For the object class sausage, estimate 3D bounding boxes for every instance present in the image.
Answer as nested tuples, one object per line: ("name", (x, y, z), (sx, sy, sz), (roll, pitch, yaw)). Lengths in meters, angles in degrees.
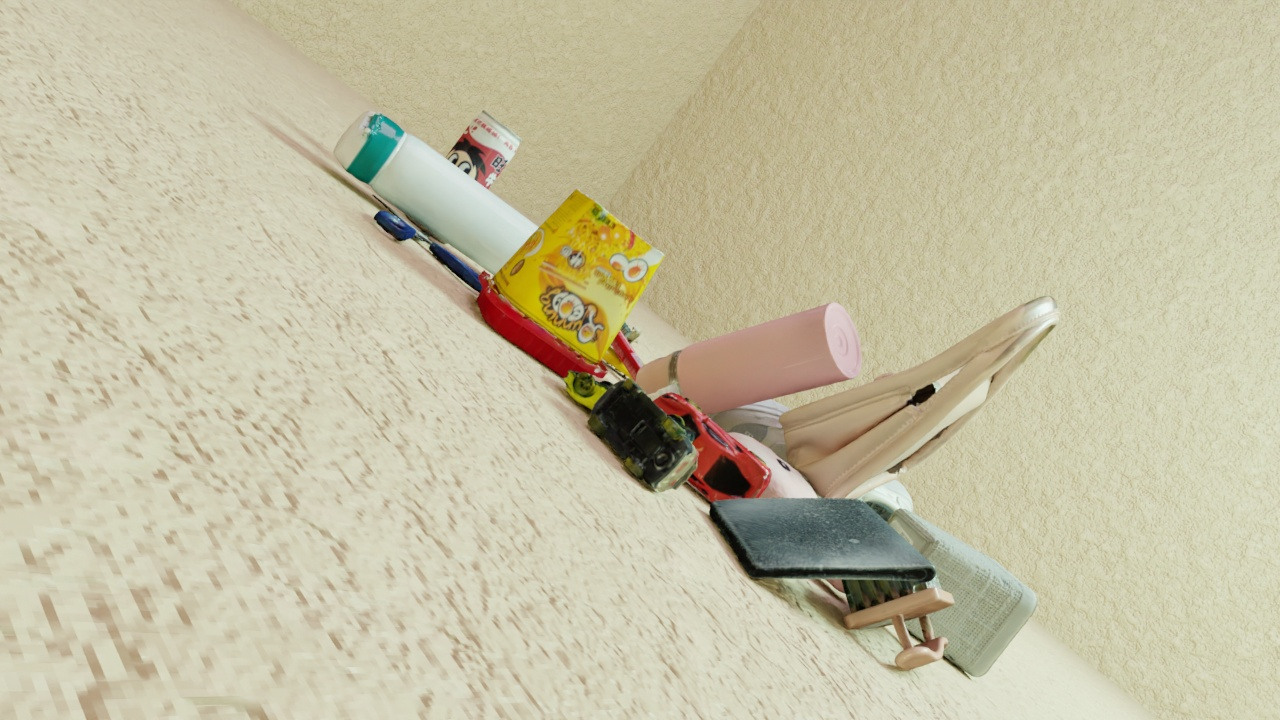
("sausage", (-0.006, 0.006, 0.948), (0.020, 0.020, 0.155), (33, 17, -46))

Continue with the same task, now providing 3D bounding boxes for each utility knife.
("utility knife", (0.010, 0.026, 0.995), (0.153, 0.015, 0.033), (36, 15, -19))

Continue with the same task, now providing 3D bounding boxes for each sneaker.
("sneaker", (0.160, 0.120, 0.870), (0.242, 0.090, 0.090), (30, 29, -13))

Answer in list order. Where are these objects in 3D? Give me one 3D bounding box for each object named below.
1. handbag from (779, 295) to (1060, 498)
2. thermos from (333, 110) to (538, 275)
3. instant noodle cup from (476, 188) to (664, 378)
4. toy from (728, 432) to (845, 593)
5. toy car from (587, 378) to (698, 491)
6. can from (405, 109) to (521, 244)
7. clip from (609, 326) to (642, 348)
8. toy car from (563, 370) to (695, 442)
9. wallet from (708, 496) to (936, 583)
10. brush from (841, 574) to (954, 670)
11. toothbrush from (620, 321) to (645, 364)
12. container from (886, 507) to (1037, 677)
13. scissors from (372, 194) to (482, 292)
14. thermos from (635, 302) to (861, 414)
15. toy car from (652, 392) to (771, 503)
("handbag", (0.247, 0.024, 0.768), (0.192, 0.235, 0.093), (-10, 66, -52))
("thermos", (-0.182, -0.148, 0.872), (0.224, 0.073, 0.073), (35, 6, -24))
("instant noodle cup", (-0.054, -0.063, 0.736), (0.116, 0.124, 0.116), (36, 6, -22))
("toy", (0.116, 0.118, 0.728), (0.159, 0.054, 0.121), (46, 4, 12))
("toy car", (0.001, 0.047, 0.592), (0.090, 0.042, 0.035), (44, -2, 45))
("can", (-0.180, -0.187, 0.935), (0.053, 0.133, 0.053), (38, 5, -4))
("clip", (-0.031, -0.014, 1.101), (0.035, 0.083, 0.105), (37, -20, 7))
("toy car", (-0.011, 0.038, 0.653), (0.105, 0.032, 0.048), (27, 1, 22))
("wallet", (0.113, 0.114, 0.591), (0.120, 0.019, 0.097), (3, 13, -13))
("brush", (0.189, 0.179, 0.649), (0.145, 0.063, 0.073), (33, 35, -61))
("toothbrush", (0.017, 0.017, 0.967), (0.016, 0.018, 0.191), (19, 27, -48))
("container", (0.257, 0.196, 0.795), (0.114, 0.090, 0.090), (33, 5, -15))
("scissors", (-0.194, -0.107, 0.812), (0.162, 0.012, 0.175), (37, 4, 8))
("thermos", (0.083, 0.009, 0.792), (0.087, 0.199, 0.067), (-23, 96, -56))
("toy car", (0.044, 0.067, 0.670), (0.106, 0.049, 0.031), (40, 4, 14))
